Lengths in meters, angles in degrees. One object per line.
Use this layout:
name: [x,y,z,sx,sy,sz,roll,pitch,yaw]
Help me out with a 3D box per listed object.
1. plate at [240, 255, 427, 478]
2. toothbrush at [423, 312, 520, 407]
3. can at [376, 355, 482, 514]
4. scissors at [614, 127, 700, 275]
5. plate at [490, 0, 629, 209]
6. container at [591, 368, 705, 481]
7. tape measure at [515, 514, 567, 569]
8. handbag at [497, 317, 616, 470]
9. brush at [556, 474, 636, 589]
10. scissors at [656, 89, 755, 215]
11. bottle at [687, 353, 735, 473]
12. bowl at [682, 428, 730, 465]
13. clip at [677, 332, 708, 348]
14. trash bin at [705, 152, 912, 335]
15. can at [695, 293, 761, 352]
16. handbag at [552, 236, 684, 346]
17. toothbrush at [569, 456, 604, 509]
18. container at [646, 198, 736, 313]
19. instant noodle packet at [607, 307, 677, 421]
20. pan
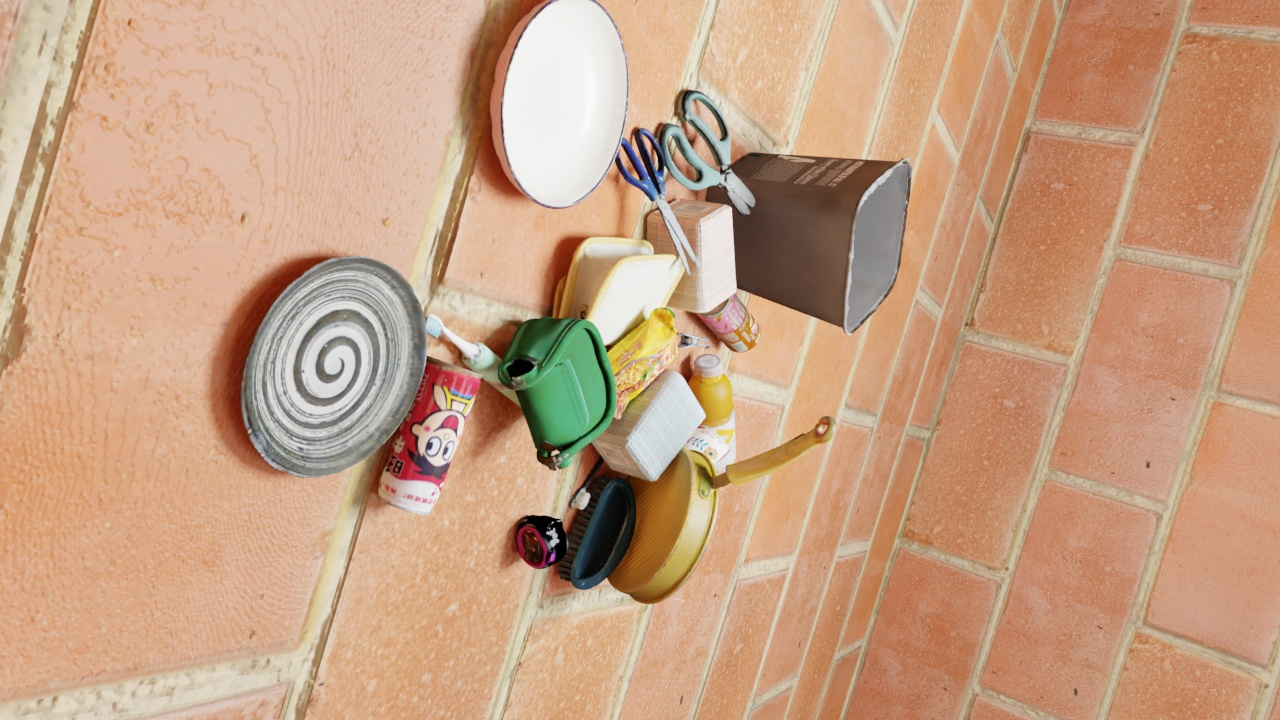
plate: [-0.240,0.004,0.720,0.178,0.024,0.180,-36,135,-48]
toothbrush: [-0.145,0.007,0.882,0.224,0.026,0.027,49,43,-57]
can: [-0.187,0.066,0.813,0.053,0.053,0.132,27,82,-61]
scissors: [0.017,-0.171,1.001,0.132,0.012,0.172,4,74,-46]
plate: [-0.078,-0.238,0.850,0.191,0.039,0.193,-36,135,-47]
container: [0.004,0.076,1.103,0.111,0.090,0.090,-54,131,-26]
tape measure: [-0.111,0.202,1.018,0.039,0.057,0.058,-21,108,-49]
handbag: [-0.081,0.029,0.908,0.119,0.068,0.131,-61,143,-46]
brush: [-0.045,0.212,1.120,0.055,0.074,0.143,38,70,-50]
scissors: [0.093,-0.247,1.100,0.180,0.019,0.143,32,71,-35]
bottle: [0.100,0.076,1.302,0.067,0.068,0.190,-45,141,-40]
bowl: [0.058,0.127,1.246,0.062,0.114,0.113,56,41,0]
clip: [0.069,-0.027,1.241,0.057,0.025,0.032,-3,102,-53]
trash bin: [0.217,-0.174,1.214,0.198,0.220,0.199,-39,138,-45]
can: [0.121,-0.060,1.275,0.147,0.058,0.058,40,71,-60]
handbag: [-0.039,-0.049,1.018,0.163,0.063,0.179,-11,130,-58]
toothbrush: [-0.036,0.109,1.141,0.180,0.018,0.016,-59,142,-26]
container: [0.060,-0.129,1.103,0.089,0.090,0.111,-36,132,-47]
instant noodle packet: [-0.006,0.006,1.040,0.128,0.044,0.111,-45,163,-16]
pan: [0.081,0.157,1.084,0.078,0.359,0.197,26,39,-24]
